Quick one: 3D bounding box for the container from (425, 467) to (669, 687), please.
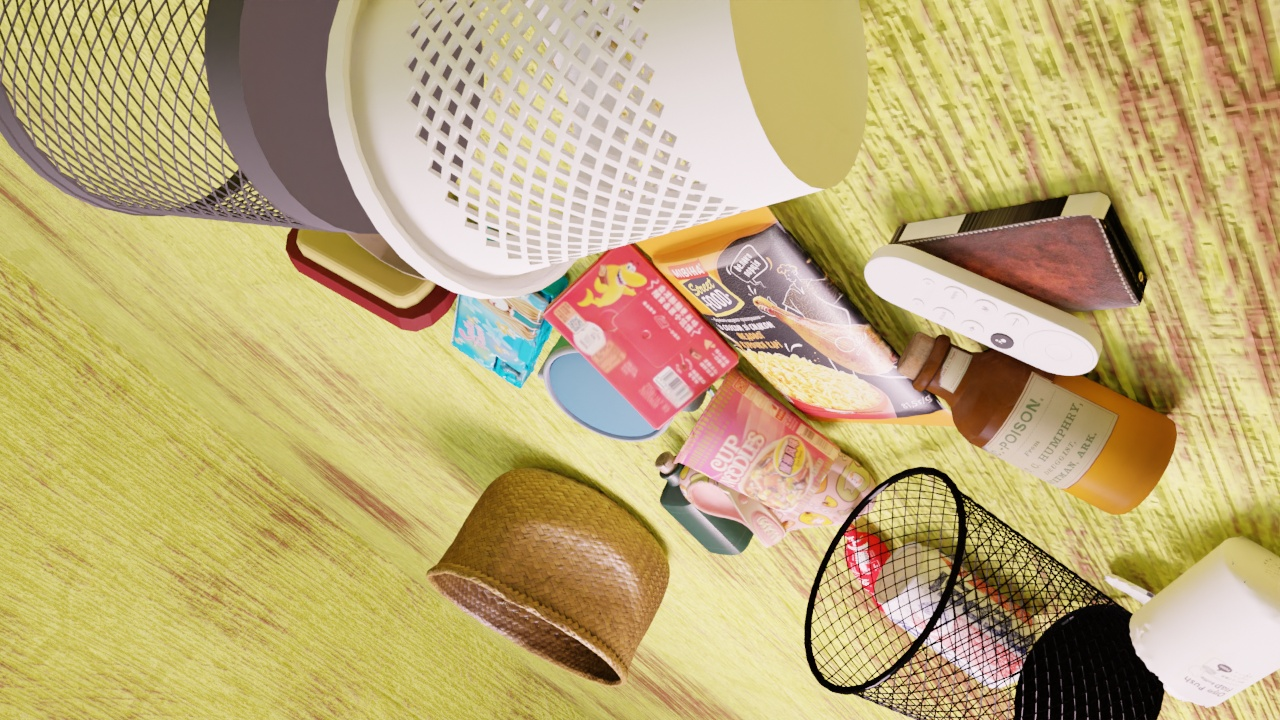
[{"bbox_3d":[-0.117,0.289,1.264,0.307,0.196,0.308,25,151,14],"label":"container"}]

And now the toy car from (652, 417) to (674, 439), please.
[{"bbox_3d":[-0.023,0.046,0.922,0.113,0.039,0.039,17,129,31],"label":"toy car"}]

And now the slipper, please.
[{"bbox_3d":[0.118,0.134,0.839,0.198,0.081,0.093,-8,136,39],"label":"slipper"}]

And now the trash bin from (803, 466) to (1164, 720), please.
[{"bbox_3d":[0.268,0.213,0.714,0.210,0.183,0.184,30,155,-11],"label":"trash bin"}]

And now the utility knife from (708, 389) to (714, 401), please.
[{"bbox_3d":[0.087,0.064,0.849,0.126,0.015,0.022,51,166,-32],"label":"utility knife"}]

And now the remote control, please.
[{"bbox_3d":[0.194,-0.029,0.525,0.136,0.013,0.043,26,154,13],"label":"remote control"}]

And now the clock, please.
[{"bbox_3d":[-0.005,0.005,0.796,0.162,0.075,0.122,-17,125,43],"label":"clock"}]

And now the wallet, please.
[{"bbox_3d":[0.206,-0.052,0.512,0.123,0.019,0.072,-4,136,51],"label":"wallet"}]

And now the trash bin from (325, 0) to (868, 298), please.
[{"bbox_3d":[-0.009,-0.135,0.449,0.200,0.195,0.195,-3,138,36],"label":"trash bin"}]

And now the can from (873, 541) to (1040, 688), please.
[{"bbox_3d":[0.289,0.231,0.839,0.136,0.078,0.078,35,154,-4],"label":"can"}]

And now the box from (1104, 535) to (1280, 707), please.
[{"bbox_3d":[0.391,0.169,0.638,0.083,0.141,0.140,30,125,1],"label":"box"}]

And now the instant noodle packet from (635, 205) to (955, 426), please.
[{"bbox_3d":[0.105,-0.024,0.654,0.221,0.032,0.160,44,159,-20],"label":"instant noodle packet"}]

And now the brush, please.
[{"bbox_3d":[-0.259,-0.098,0.884,0.173,0.082,0.042,28,154,10],"label":"brush"}]

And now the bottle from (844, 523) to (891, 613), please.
[{"bbox_3d":[0.230,0.203,0.898,0.042,0.041,0.141,4,142,45],"label":"bottle"}]

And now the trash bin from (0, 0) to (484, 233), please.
[{"bbox_3d":[-0.248,-0.188,0.581,0.228,0.217,0.218,13,148,28],"label":"trash bin"}]

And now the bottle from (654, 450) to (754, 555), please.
[{"bbox_3d":[0.062,0.143,0.959,0.061,0.061,0.131,-7,134,51],"label":"bottle"}]

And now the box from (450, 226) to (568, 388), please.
[{"bbox_3d":[-0.134,-0.041,0.887,0.094,0.041,0.227,34,154,0],"label":"box"}]

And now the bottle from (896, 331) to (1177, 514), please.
[{"bbox_3d":[0.236,0.029,0.565,0.157,0.067,0.068,28,154,11],"label":"bottle"}]

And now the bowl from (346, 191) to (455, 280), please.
[{"bbox_3d":[-0.212,-0.140,0.795,0.152,0.050,0.152,26,153,14],"label":"bowl"}]

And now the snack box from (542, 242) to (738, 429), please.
[{"bbox_3d":[0.001,-0.020,0.718,0.133,0.089,0.021,46,-166,-11],"label":"snack box"}]

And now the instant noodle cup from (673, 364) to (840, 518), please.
[{"bbox_3d":[0.098,0.072,0.752,0.108,0.097,0.098,32,154,7],"label":"instant noodle cup"}]
